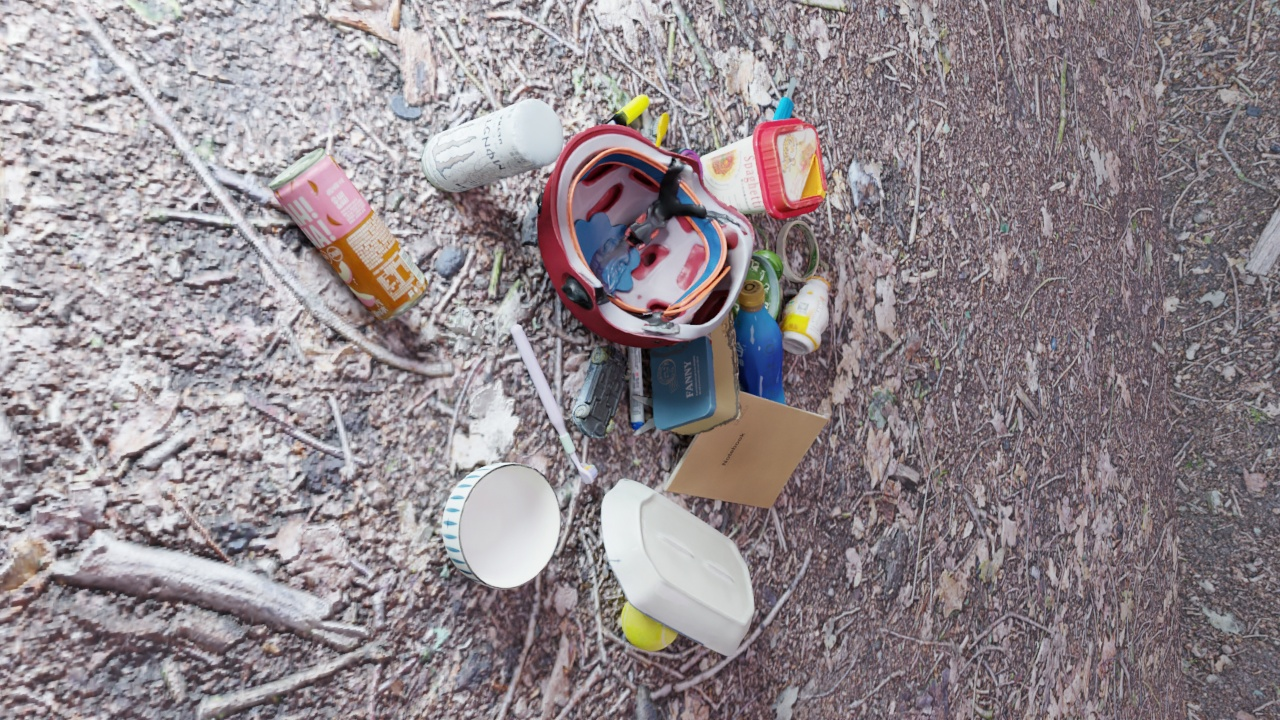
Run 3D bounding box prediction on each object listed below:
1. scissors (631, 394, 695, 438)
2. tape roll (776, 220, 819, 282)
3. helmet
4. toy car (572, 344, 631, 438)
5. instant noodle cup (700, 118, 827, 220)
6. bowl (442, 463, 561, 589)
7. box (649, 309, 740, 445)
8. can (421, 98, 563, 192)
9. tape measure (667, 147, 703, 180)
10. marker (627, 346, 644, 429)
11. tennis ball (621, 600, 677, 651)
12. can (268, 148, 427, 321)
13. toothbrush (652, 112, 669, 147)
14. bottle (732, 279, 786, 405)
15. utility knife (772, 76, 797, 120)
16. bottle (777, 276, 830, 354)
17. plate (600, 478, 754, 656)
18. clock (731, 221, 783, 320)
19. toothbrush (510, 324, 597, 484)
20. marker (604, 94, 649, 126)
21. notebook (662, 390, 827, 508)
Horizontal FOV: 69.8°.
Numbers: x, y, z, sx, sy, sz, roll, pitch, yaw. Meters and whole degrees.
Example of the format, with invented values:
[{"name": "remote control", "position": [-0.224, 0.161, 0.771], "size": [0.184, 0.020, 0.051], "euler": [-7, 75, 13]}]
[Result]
[{"name": "scissors", "position": [0.047, 0.051, 1.090], "size": [0.163, 0.012, 0.160], "euler": [47, 53, -40]}, {"name": "tape roll", "position": [0.220, -0.152, 1.280], "size": [0.085, 0.014, 0.085], "euler": [3, 86, -44]}, {"name": "helmet", "position": [-0.017, -0.117, 0.958], "size": [0.240, 0.144, 0.206], "euler": [42, 60, -17]}, {"name": "toy car", "position": [-0.044, 0.035, 0.996], "size": [0.049, 0.031, 0.105], "euler": [35, 63, -37]}, {"name": "instant noodle cup", "position": [0.149, -0.230, 1.136], "size": [0.116, 0.124, 0.116], "euler": [-20, 103, -43]}, {"name": "bowl", "position": [-0.140, 0.154, 0.870], "size": [0.116, 0.066, 0.116], "euler": [3, 85, -44]}, {"name": "box", "position": [0.060, 0.002, 1.039], "size": [0.061, 0.090, 0.184], "euler": [21, 56, -42]}, {"name": "can", "position": [-0.137, -0.192, 0.834], "size": [0.058, 0.147, 0.058], "euler": [3, 86, -45]}, {"name": "tape measure", "position": [0.045, -0.223, 1.093], "size": [0.057, 0.039, 0.058], "euler": [7, 88, -45]}, {"name": "marker", "position": [-0.006, 0.006, 1.046], "size": [0.016, 0.017, 0.146], "euler": [-3, 90, -45]}, {"name": "tennis ball", "position": [0.012, 0.287, 1.015], "size": [0.065, 0.066, 0.065], "euler": [3, 86, -45]}, {"name": "can", "position": [-0.246, -0.105, 0.784], "size": [0.057, 0.058, 0.147], "euler": [-53, 123, -33]}, {"name": "toothbrush", "position": [0.003, -0.205, 1.069], "size": [0.016, 0.018, 0.191], "euler": [27, 72, -38]}, {"name": "bottle", "position": [0.141, -0.003, 1.105], "size": [0.065, 0.065, 0.219], "euler": [-49, 144, -35]}, {"name": "utility knife", "position": [0.188, -0.318, 1.254], "size": [0.034, 0.018, 0.187], "euler": [48, 56, -46]}, {"name": "bottle", "position": [0.226, -0.063, 1.246], "size": [0.063, 0.063, 0.108], "euler": [44, 60, -34]}, {"name": "plate", "position": [0.054, 0.228, 1.031], "size": [0.265, 0.034, 0.161], "euler": [39, 33, -37]}, {"name": "clock", "position": [0.128, -0.098, 1.157], "size": [0.116, 0.056, 0.161], "euler": [28, 69, -42]}, {"name": "toothbrush", "position": [-0.091, 0.046, 0.958], "size": [0.021, 0.029, 0.189], "euler": [-25, 109, -3]}, {"name": "marker", "position": [-0.030, -0.266, 1.039], "size": [0.123, 0.015, 0.018], "euler": [-48, 120, -32]}, {"name": "notebook", "position": [0.134, 0.114, 1.133], "size": [0.207, 0.008, 0.148], "euler": [17, 109, -43]}]
